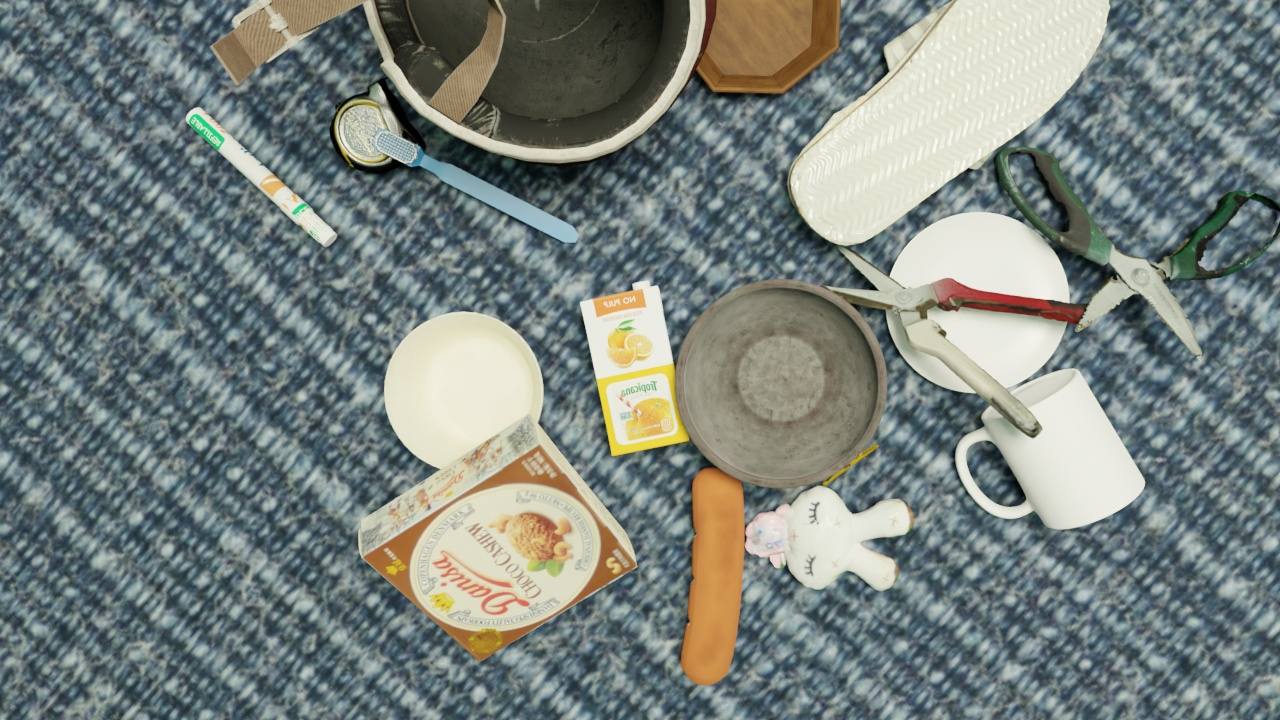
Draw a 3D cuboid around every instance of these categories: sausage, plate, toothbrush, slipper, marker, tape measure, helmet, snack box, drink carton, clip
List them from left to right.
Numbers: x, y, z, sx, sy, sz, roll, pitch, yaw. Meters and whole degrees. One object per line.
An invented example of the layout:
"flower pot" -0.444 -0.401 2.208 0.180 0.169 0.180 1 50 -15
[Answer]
"marker" -0.293 -0.142 0.712 0.145 0.017 0.017 42 93 1
"tape measure" -0.203 -0.173 0.697 0.061 0.034 0.062 -29 103 -3
"toothbrush" -0.122 -0.129 0.689 0.166 0.014 0.016 26 97 -9
"snack box" -0.100 0.132 0.663 0.147 0.041 0.143 -32 124 2
"helmet" -0.073 -0.233 0.580 0.233 0.253 0.234 35 110 -24
"drink carton" -0.004 0.004 0.689 0.058 0.040 0.122 -12 91 3
"sausage" 0.055 0.163 0.689 0.039 0.044 0.164 3 92 -32
"plate" 0.085 -0.259 0.685 0.131 0.025 0.131 0 92 3
"clip" 0.150 0.067 0.684 0.054 0.048 0.046 -36 49 4
"slipper" 0.219 -0.189 0.666 0.272 0.054 0.114 -43 93 -1
"plate" 0.251 -0.043 0.690 0.134 0.011 0.134 0 92 3

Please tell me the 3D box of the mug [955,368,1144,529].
"mug" 0.288 0.071 0.668 0.111 0.073 0.090 -31 90 29

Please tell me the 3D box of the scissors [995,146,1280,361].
"scissors" 0.368 -0.098 0.665 0.204 0.015 0.201 -25 72 -12

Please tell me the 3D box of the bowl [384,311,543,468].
"bowl" -0.125 0.022 0.685 0.115 0.062 0.115 0 92 3

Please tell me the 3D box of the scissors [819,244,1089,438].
"scissors" 0.224 -0.022 0.646 0.198 0.015 0.179 -7 58 -1

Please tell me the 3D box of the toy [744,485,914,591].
"toy" 0.140 0.135 0.687 0.123 0.038 0.079 3 100 6

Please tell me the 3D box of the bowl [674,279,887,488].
"bowl" 0.101 0.015 0.666 0.145 0.067 0.145 0 93 10
